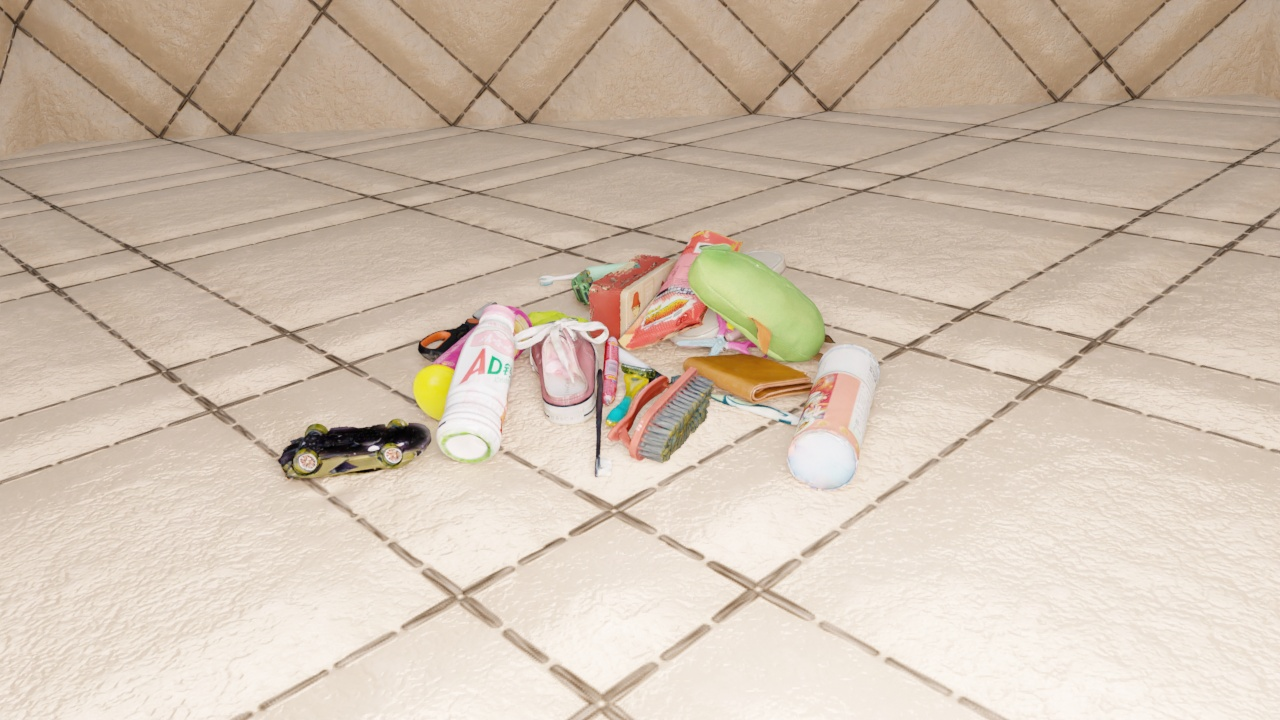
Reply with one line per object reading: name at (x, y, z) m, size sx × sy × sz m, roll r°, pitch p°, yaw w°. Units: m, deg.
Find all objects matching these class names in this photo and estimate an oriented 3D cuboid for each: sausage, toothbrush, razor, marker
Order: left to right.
toothbrush at (-0.042, 0.065, 1.008) m, size 0.018 × 0.016 × 0.180 m, roll 1°, pitch 36°, yaw -5°
toothbrush at (-0.056, -0.145, 1.515) m, size 0.224 × 0.027 × 0.026 m, roll -7°, pitch 53°, yaw -11°
sausage at (-0.037, 0.011, 1.146) m, size 0.020 × 0.020 × 0.155 m, roll -2°, pitch 32°, yaw 2°
razor at (-0.018, 0.045, 1.073) m, size 0.043 × 0.028 × 0.132 m, roll 13°, pitch 30°, yaw 9°
marker at (-0.007, 0.007, 1.174) m, size 0.022 × 0.018 × 0.131 m, roll -21°, pitch 30°, yaw -27°
toothbrush at (0.109, 0.045, 1.075) m, size 0.192 × 0.018 × 0.016 m, roll 16°, pitch 31°, yaw 39°

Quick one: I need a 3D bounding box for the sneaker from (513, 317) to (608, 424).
sneaker at (-0.096, -0.011, 1.136) m, size 0.118 × 0.088 × 0.240 m, roll -5°, pitch 25°, yaw -5°

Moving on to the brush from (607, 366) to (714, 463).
brush at (0.021, 0.061, 0.993) m, size 0.069 × 0.063 × 0.145 m, roll 20°, pitch 32°, yaw 19°

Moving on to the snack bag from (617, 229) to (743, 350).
snack bag at (0.062, -0.093, 1.239) m, size 0.129 × 0.073 × 0.207 m, roll -12°, pitch 32°, yaw 38°

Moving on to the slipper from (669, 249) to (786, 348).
slipper at (0.128, -0.083, 1.315) m, size 0.114 × 0.054 × 0.273 m, roll 8°, pitch 35°, yaw 32°

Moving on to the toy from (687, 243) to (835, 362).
toy at (0.159, -0.063, 1.153) m, size 0.246 × 0.090 × 0.226 m, roll 35°, pitch 21°, yaw -12°

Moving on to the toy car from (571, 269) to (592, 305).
toy car at (-0.085, -0.111, 1.418) m, size 0.036 × 0.043 × 0.091 m, roll -22°, pitch 18°, yaw -4°

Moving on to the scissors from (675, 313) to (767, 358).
scissors at (0.112, -0.021, 1.189) m, size 0.125 × 0.017 × 0.133 m, roll 32°, pitch 56°, yaw 0°

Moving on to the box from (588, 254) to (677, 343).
box at (-0.014, -0.092, 1.311) m, size 0.079 × 0.091 × 0.167 m, roll 12°, pitch 27°, yaw 25°

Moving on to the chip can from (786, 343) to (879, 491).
chip can at (0.209, 0.055, 0.975) m, size 0.071 × 0.071 × 0.214 m, roll 5°, pitch 25°, yaw 18°

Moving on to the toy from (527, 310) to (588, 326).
toy at (-0.122, -0.050, 1.300) m, size 0.096 × 0.031 × 0.100 m, roll -8°, pitch 20°, yaw -13°

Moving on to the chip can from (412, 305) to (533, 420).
chip can at (-0.202, -0.001, 1.148) m, size 0.071 × 0.071 × 0.210 m, roll 4°, pitch 24°, yaw 15°

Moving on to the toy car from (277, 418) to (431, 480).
toy car at (-0.300, 0.095, 0.972) m, size 0.158 × 0.042 × 0.070 m, roll -5°, pitch 24°, yaw -4°

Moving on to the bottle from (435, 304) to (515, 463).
bottle at (-0.175, 0.018, 1.019) m, size 0.068 × 0.068 × 0.196 m, roll 0°, pitch 48°, yaw 6°

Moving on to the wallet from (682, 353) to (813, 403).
wallet at (0.136, 0.016, 1.102) m, size 0.118 × 0.035 × 0.131 m, roll -2°, pitch 15°, yaw -34°

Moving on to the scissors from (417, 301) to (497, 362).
scissors at (-0.229, -0.040, 1.311) m, size 0.137 × 0.022 × 0.234 m, roll 18°, pitch 26°, yaw 24°
